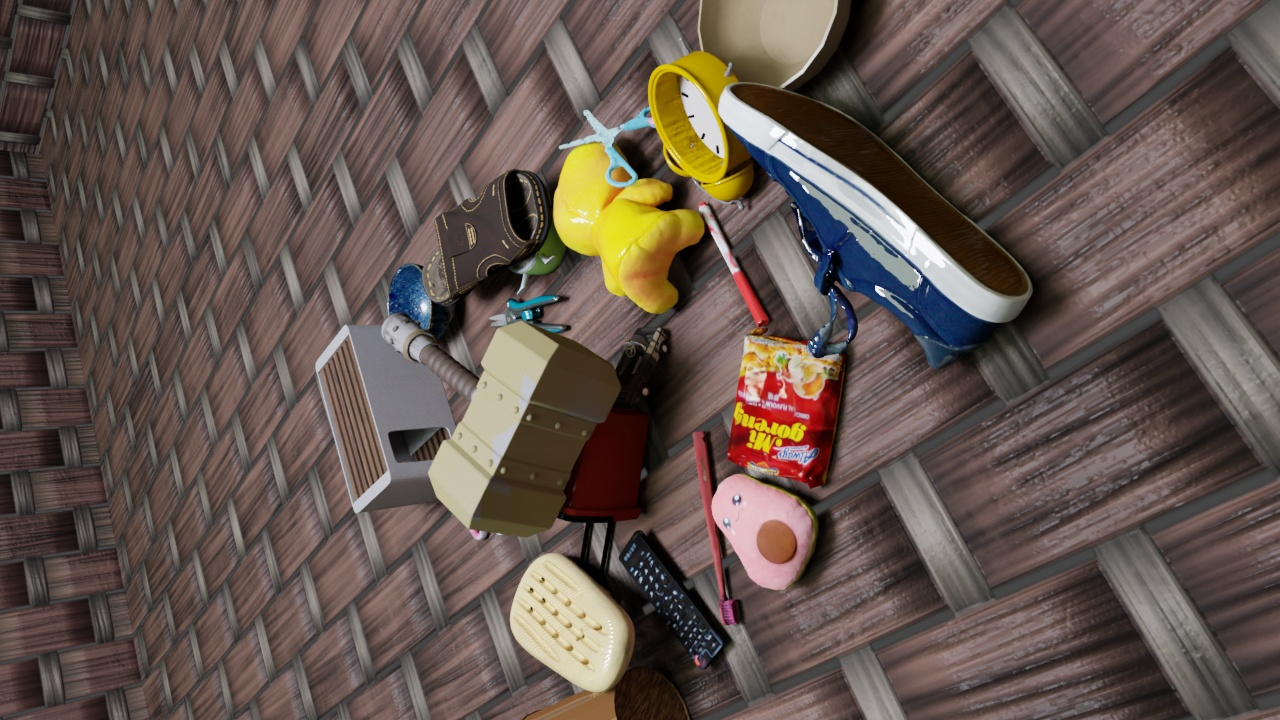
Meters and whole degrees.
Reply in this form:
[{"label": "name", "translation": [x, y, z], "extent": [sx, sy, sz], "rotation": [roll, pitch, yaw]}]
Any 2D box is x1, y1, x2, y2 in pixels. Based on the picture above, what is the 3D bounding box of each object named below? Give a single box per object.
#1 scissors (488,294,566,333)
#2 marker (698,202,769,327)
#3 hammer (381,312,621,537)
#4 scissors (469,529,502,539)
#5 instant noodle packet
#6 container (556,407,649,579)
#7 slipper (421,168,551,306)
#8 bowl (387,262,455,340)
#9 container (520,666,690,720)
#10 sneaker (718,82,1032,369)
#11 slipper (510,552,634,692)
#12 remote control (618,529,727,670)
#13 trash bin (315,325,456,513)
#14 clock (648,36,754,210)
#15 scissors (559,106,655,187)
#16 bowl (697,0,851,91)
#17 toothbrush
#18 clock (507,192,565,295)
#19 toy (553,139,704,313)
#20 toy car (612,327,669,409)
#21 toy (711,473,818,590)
[{"label": "scissors", "translation": [-0.136, -0.057, 1.101], "extent": [0.127, 0.019, 0.142], "rotation": [51, 132, 25]}, {"label": "marker", "translation": [0.087, -0.094, 0.875], "extent": [0.013, 0.012, 0.142], "rotation": [-42, 62, 38]}, {"label": "hammer", "translation": [-0.187, 0.022, 0.960], "extent": [0.325, 0.100, 0.190], "rotation": [31, 97, 43]}, {"label": "scissors", "translation": [-0.195, 0.141, 1.179], "extent": [0.103, 0.016, 0.178], "rotation": [-8, 82, 47]}, {"label": "instant noodle packet", "translation": [0.129, 0.040, 0.821], "extent": [0.099, 0.039, 0.135], "rotation": [14, 101, 38]}, {"label": "container", "translation": [-0.076, 0.138, 0.981], "extent": [0.148, 0.126, 0.201], "rotation": [20, 99, 44]}, {"label": "slipper", "translation": [-0.193, -0.136, 1.056], "extent": [0.269, 0.075, 0.113], "rotation": [-26, 73, 45]}, {"label": "bowl", "translation": [-0.285, -0.073, 1.226], "extent": [0.115, 0.060, 0.114], "rotation": [5, 96, 47]}, {"label": "container", "translation": [-0.039, 0.398, 0.952], "extent": [0.168, 0.132, 0.132], "rotation": [-42, 62, 32]}, {"label": "sneaker", "translation": [0.155, -0.103, 0.731], "extent": [0.294, 0.120, 0.128], "rotation": [48, 134, 20]}, {"label": "slipper", "translation": [-0.061, 0.284, 0.993], "extent": [0.262, 0.079, 0.111], "rotation": [7, 77, 63]}, {"label": "remote control", "translation": [0.034, 0.242, 0.939], "extent": [0.150, 0.022, 0.047], "rotation": [49, 124, 31]}, {"label": "trash bin", "translation": [-0.342, 0.076, 1.252], "extent": [0.115, 0.114, 0.228], "rotation": [-39, 65, 40]}, {"label": "clock", "translation": [0.059, -0.211, 0.842], "extent": [0.113, 0.052, 0.152], "rotation": [42, 157, 38]}, {"label": "scissors", "translation": [-0.019, -0.217, 0.921], "extent": [0.135, 0.015, 0.133], "rotation": [-14, 54, 18]}, {"label": "bowl", "translation": [0.123, -0.304, 0.801], "extent": [0.153, 0.050, 0.152], "rotation": [3, 95, 46]}, {"label": "toothbrush", "translation": [0.074, 0.163, 0.897], "extent": [0.017, 0.016, 0.189], "rotation": [-15, 81, 41]}, {"label": "clock", "translation": [-0.130, -0.147, 1.076], "extent": [0.095, 0.042, 0.119], "rotation": [-38, 66, 39]}, {"label": "toy", "translation": [-0.030, -0.135, 0.940], "extent": [0.194, 0.087, 0.135], "rotation": [49, 129, 36]}, {"label": "toy car", "translation": [-0.006, 0.006, 0.938], "extent": [0.040, 0.037, 0.092], "rotation": [2, 60, 47]}, {"label": "toy", "translation": [0.109, 0.150, 0.834], "extent": [0.110, 0.051, 0.090], "rotation": [36, 115, 40]}]
